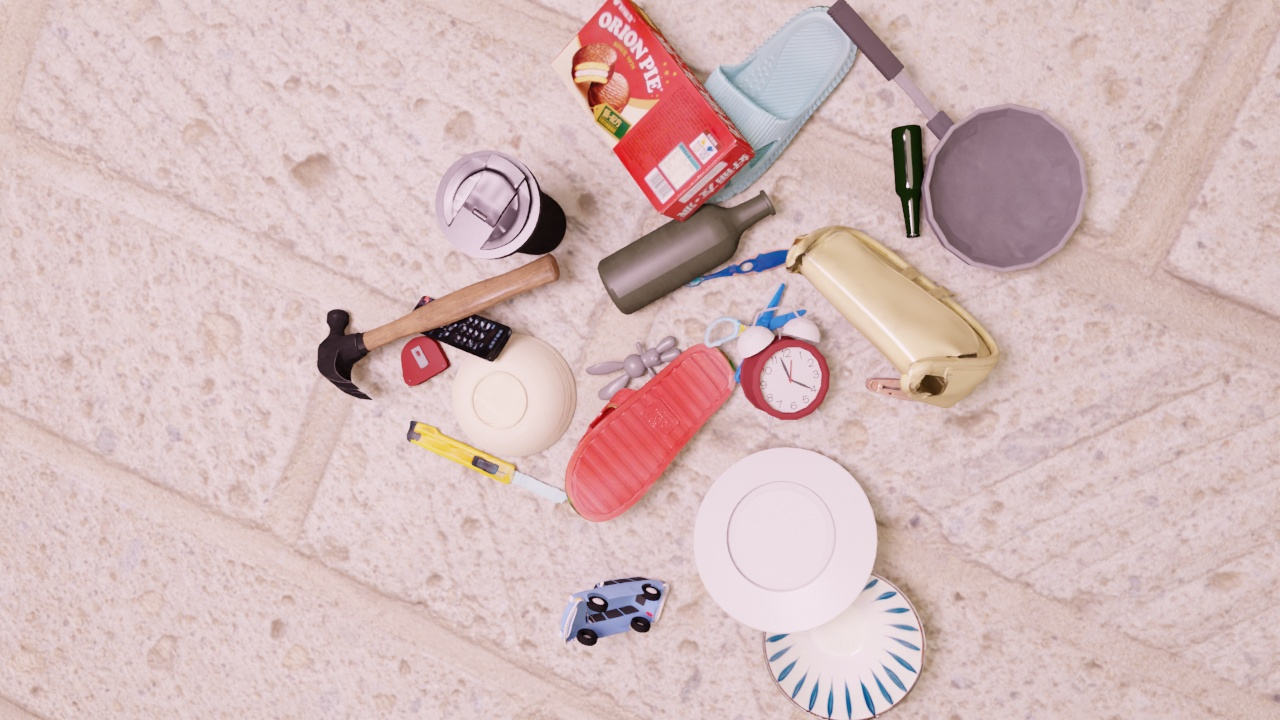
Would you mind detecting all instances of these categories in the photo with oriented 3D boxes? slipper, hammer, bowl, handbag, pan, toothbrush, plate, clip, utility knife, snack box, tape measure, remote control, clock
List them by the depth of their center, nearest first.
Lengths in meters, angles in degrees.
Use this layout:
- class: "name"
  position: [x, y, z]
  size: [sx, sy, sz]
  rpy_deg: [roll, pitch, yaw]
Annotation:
- class: "handbag"
  position: [0.266, -0.053, 0.972]
  size: [0.233, 0.190, 0.089]
  rpy_deg: [47, 115, 15]
- class: "pan"
  position: [0.327, -0.249, 0.988]
  size: [0.178, 0.041, 0.357]
  rpy_deg: [-44, 96, 1]
- class: "snack box"
  position: [0.010, -0.278, 1.003]
  size: [0.113, 0.060, 0.236]
  rpy_deg: [-42, 71, 22]
- class: "slipper"
  position: [0.131, -0.287, 1.026]
  size: [0.116, 0.069, 0.276]
  rpy_deg: [45, 97, 0]
- class: "plate"
  position: [0.157, 0.197, 1.026]
  size: [0.209, 0.015, 0.208]
  rpy_deg: [-8, 67, 20]
- class: "clock"
  position: [0.160, 0.008, 1.032]
  size: [0.096, 0.048, 0.137]
  rpy_deg: [-11, 100, -10]
- class: "clip"
  position: [0.286, 0.030, 1.040]
  size: [0.061, 0.049, 0.025]
  rpy_deg: [15, 95, 34]
- class: "bowl"
  position: [0.228, 0.312, 1.042]
  size: [0.177, 0.071, 0.177]
  rpy_deg: [0, 93, 8]
- class: "hammer"
  position: [-0.235, -0.050, 1.060]
  size: [0.306, 0.040, 0.132]
  rpy_deg: [-20, 52, 12]
- class: "toothbrush"
  position: [0.115, -0.106, 1.062]
  size: [0.135, 0.017, 0.021]
  rpy_deg: [-15, 95, 9]
- class: "slipper"
  position: [0.005, 0.078, 1.063]
  size: [0.103, 0.059, 0.248]
  rpy_deg: [45, 82, -11]
- class: "remote control"
  position: [-0.213, -0.036, 1.077]
  size: [0.150, 0.022, 0.047]
  rpy_deg: [21, 71, 33]
- class: "bowl"
  position: [-0.156, 0.044, 1.078]
  size: [0.151, 0.075, 0.151]
  rpy_deg: [0, 93, 7]
- class: "utility knife"
  position: [-0.187, 0.125, 1.119]
  size: [0.218, 0.019, 0.030]
  rpy_deg: [22, 105, 3]
- class: "tape measure"
  position: [-0.269, -0.001, 1.119]
  size: [0.059, 0.019, 0.051]
  rpy_deg: [-29, 89, 8]

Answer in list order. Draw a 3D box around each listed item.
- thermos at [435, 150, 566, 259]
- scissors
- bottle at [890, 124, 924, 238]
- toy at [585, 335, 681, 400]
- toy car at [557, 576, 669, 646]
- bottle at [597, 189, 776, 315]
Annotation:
- class: "thermos"
  position: [-0.138, -0.157, 0.992]
  size: [0.106, 0.218, 0.106]
  rpy_deg: [0, 93, 7]
- class: "scissors"
  position: [0.128, -0.040, 1.053]
  size: [0.110, 0.018, 0.130]
  rpy_deg: [28, 91, -14]
- class: "bottle"
  position: [0.300, -0.199, 1.024]
  size: [0.033, 0.033, 0.123]
  rpy_deg: [-4, 93, 8]
- class: "toy"
  position: [-0.006, 0.006, 1.079]
  size: [0.112, 0.030, 0.049]
  rpy_deg: [-25, 104, 3]
- class: "toy car"
  position: [-0.033, 0.282, 1.049]
  size: [0.055, 0.153, 0.056]
  rpy_deg: [29, 108, 42]
- class: "bottle"
  position: [0.055, -0.129, 1.041]
  size: [0.207, 0.071, 0.071]
  rpy_deg: [-28, 89, 8]
